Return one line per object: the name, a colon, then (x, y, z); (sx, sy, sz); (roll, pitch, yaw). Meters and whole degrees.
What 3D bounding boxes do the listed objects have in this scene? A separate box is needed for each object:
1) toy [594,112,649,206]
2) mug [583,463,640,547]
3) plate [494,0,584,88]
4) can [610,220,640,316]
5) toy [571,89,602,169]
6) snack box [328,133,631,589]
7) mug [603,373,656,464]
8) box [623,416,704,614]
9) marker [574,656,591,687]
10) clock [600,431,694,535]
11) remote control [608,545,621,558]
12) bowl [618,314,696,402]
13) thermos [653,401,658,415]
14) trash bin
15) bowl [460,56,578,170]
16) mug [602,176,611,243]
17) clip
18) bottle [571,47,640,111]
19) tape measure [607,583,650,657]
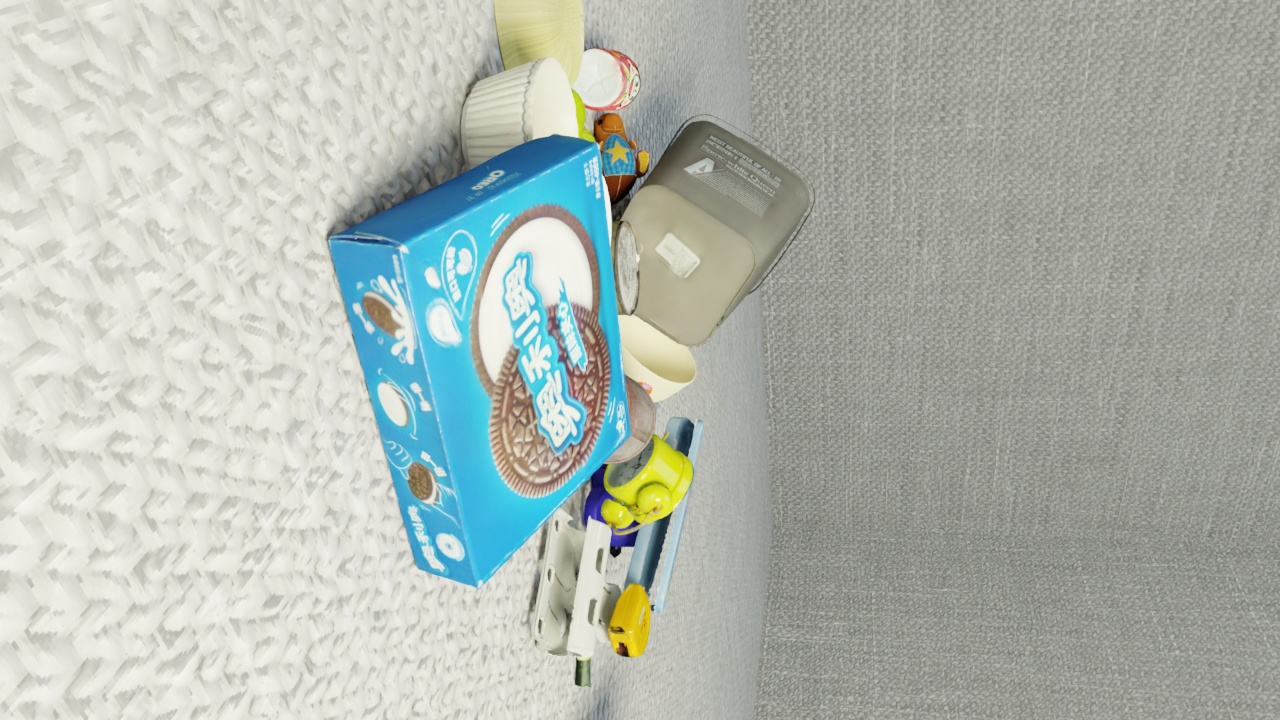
toy: (-0.034, -0.223, 1.024); (0.103, 0.070, 0.090); (120, -38, -69)
mug: (-0.022, 0.155, 0.999); (0.111, 0.079, 0.083); (-12, 103, -54)
plate: (-0.079, -0.302, 0.808); (0.184, 0.036, 0.184); (1, 89, -77)
can: (-0.046, -0.086, 0.873); (0.089, 0.075, 0.090); (-1, 89, -77)
toy: (-0.061, -0.208, 0.895); (0.093, 0.036, 0.094); (64, 25, -56)
snack box: (-0.087, -0.004, 0.601); (0.195, 0.056, 0.239); (-43, 136, -48)
mug: (-0.048, 0.035, 0.872); (0.123, 0.096, 0.110); (56, -1, 17)
box: (0.040, 0.164, 0.972); (0.067, 0.052, 0.209); (48, 53, -54)
marker: (-0.058, 0.265, 0.957); (0.017, 0.017, 0.146); (21, 70, -76)
clock: (0.005, 0.126, 0.913); (0.057, 0.083, 0.118); (44, 40, -25)
remote control: (-0.025, 0.176, 1.113); (0.028, 0.012, 0.124); (65, 28, -62)
bowl: (-0.006, 0.006, 1.031); (0.074, 0.118, 0.117); (-49, -172, 28)
thermos: (0.013, -0.013, 1.143); (0.073, 0.073, 0.239); (77, 18, -45)
trash bin: (0.068, -0.146, 1.071); (0.198, 0.197, 0.219); (-58, 178, 33)
bowl: (-0.092, -0.166, 0.691); (0.115, 0.062, 0.115); (1, 89, -77)
mug: (-0.070, -0.110, 0.778); (0.094, 0.068, 0.115); (74, 20, -50)
clip: (-0.051, 0.222, 0.870); (0.151, 0.089, 0.125); (56, 38, -51)
bottle: (-0.031, -0.296, 0.969); (0.137, 0.062, 0.062); (-51, 139, -69)
tape measure: (-0.010, 0.256, 0.891); (0.068, 0.030, 0.059); (-67, 156, -52)
